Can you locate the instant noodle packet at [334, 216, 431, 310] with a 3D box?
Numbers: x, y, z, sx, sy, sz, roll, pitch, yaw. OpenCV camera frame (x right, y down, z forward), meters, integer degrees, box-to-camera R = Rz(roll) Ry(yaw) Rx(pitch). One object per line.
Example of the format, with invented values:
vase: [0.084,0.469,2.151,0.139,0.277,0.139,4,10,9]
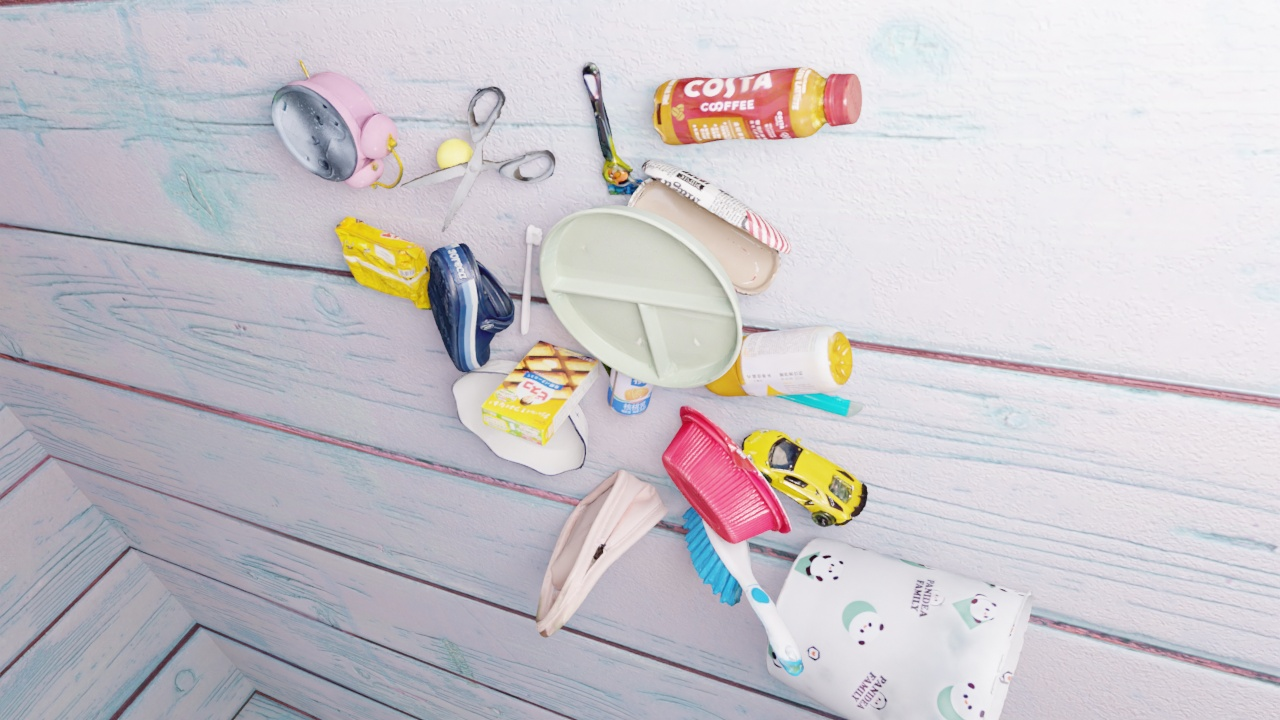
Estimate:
instant noodle packet: [-0.322,-0.124,1.173,0.128,0.044,0.111,23,146,19]

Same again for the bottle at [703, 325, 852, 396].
bottle: [0.127,0.004,0.972,0.190,0.067,0.068,-5,127,38]

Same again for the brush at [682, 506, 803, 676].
brush: [0.119,0.264,1.102,0.060,0.314,0.110,0,131,-17]

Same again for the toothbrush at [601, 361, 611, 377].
toothbrush: [-0.053,-0.013,1.124,0.017,0.012,0.186,2,131,41]

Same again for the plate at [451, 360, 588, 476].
plate: [-0.160,0.076,1.256,0.205,0.045,0.205,18,142,15]

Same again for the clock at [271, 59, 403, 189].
clock: [-0.336,-0.255,1.038,0.158,0.059,0.117,41,140,-5]

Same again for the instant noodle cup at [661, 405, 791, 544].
instant noodle cup: [0.089,0.145,1.075,0.194,0.065,0.194,50,169,13]

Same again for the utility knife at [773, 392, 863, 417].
utility knife: [0.139,0.025,1.028,0.222,0.013,0.029,17,139,17]

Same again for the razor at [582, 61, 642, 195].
razor: [-0.032,-0.220,0.892,0.043,0.022,0.143,6,133,27]

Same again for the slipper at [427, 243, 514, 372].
slipper: [-0.203,-0.072,1.110,0.253,0.095,0.105,111,140,-68]

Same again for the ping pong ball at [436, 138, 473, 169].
ping pong ball: [-0.200,-0.220,0.993,0.040,0.040,0.040,19,139,18]

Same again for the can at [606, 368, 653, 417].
can: [-0.006,0.006,1.078,0.053,0.053,0.135,25,140,11]

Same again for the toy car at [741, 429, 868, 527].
toy car: [0.187,0.132,1.058,0.156,0.071,0.041,32,142,4]

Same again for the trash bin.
trash bin: [0.300,0.336,1.083,0.252,0.228,0.230,17,138,30]

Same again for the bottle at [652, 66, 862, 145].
bottle: [0.097,-0.215,0.777,0.175,0.057,0.057,5,132,31]

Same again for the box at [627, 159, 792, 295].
box: [0.065,-0.132,0.870,0.162,0.076,0.087,33,169,7]

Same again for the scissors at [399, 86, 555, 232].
scissors: [-0.173,-0.208,0.965,0.181,0.014,0.160,2,119,7]

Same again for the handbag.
handbag: [-0.074,0.275,1.255,0.093,0.233,0.194,39,141,-3]

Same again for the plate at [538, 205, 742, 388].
plate: [0.001,-0.063,0.935,0.230,0.027,0.231,20,140,18]

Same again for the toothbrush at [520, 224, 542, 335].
toothbrush: [-0.132,-0.091,1.097,0.016,0.016,0.180,21,139,7]

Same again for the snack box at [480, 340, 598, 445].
snack box: [-0.121,0.038,1.121,0.087,0.140,0.034,19,137,19]
